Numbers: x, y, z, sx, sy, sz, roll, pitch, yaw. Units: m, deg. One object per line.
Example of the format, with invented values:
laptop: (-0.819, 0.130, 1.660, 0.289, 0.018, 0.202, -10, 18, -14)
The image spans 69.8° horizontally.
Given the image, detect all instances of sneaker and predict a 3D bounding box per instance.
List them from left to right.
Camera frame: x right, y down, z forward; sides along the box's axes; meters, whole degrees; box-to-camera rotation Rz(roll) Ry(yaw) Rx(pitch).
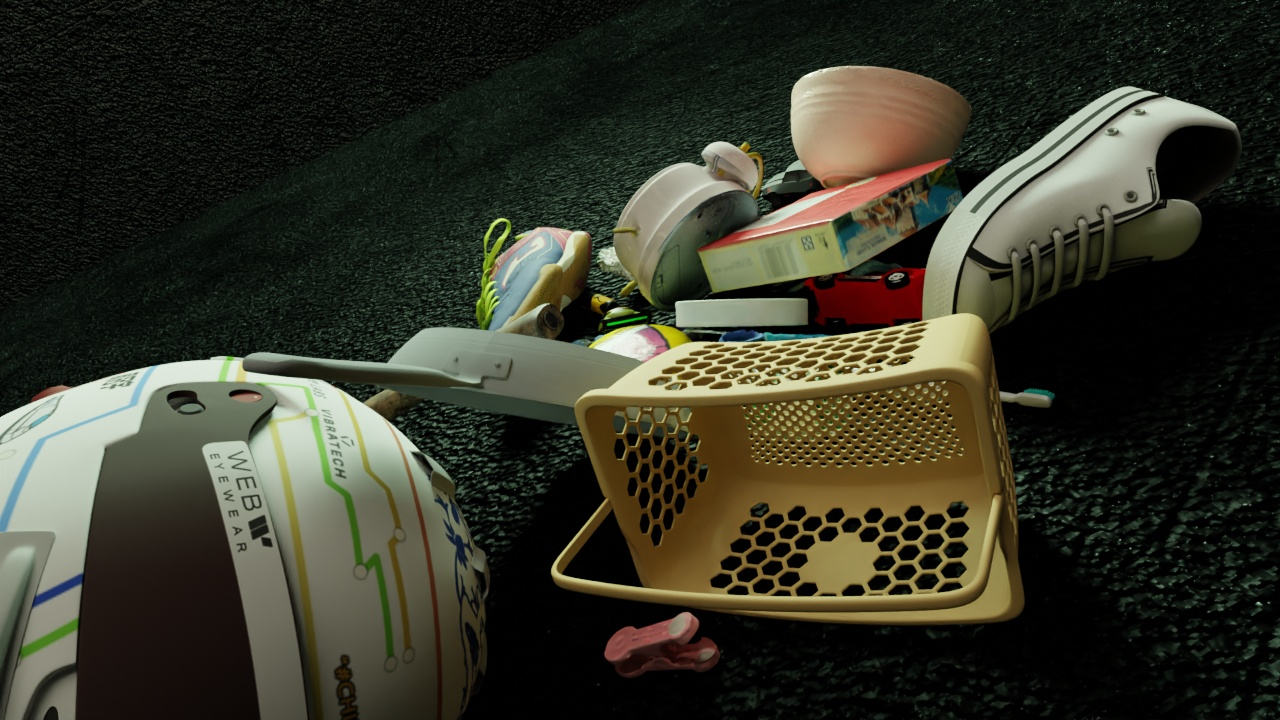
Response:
sneaker: (-0.113, -0.049, 0.818, 0.091, 0.116, 0.241, 11, 30, 6)
sneaker: (0.278, -0.080, 0.559, 0.245, 0.091, 0.097, -34, 42, -20)

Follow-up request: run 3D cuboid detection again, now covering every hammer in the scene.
hammer: (-0.185, 0.025, 0.726, 0.331, 0.033, 0.119, -24, 23, 32)

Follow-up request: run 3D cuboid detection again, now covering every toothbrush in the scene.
toothbrush: (0.155, 0.013, 0.554, 0.188, 0.018, 0.019, 8, 43, 48)

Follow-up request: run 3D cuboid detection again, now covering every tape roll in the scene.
tape roll: (0.072, -0.034, 0.656, 0.094, 0.019, 0.094, -1, 3, 0)

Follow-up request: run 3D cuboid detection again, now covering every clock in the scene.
clock: (0.048, -0.113, 0.749, 0.157, 0.117, 0.059, -38, 63, -17)

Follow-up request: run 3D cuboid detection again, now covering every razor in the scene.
razor: (-0.031, -0.045, 0.797, 0.044, 0.021, 0.144, -12, 13, -15)
razor: (-0.013, -0.016, 0.748, 0.141, 0.018, 0.043, -10, 29, 27)

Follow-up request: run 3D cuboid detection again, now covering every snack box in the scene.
snack box: (0.142, -0.101, 0.693, 0.144, 0.040, 0.143, -29, 14, -33)

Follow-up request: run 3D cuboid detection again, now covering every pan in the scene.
pan: (-0.082, 0.009, 0.486, 0.201, 0.050, 0.356, 7, -8, 17)

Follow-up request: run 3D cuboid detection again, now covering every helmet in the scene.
helmet: (-0.187, 0.120, 0.412, 0.235, 0.231, 0.314, -2, 17, -21)

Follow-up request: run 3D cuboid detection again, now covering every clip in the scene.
clip: (0.013, 0.141, 0.445, 0.060, 0.045, 0.023, -47, 7, 37)

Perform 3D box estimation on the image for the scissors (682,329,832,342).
scissors: (0.073, -0.017, 0.635, 0.129, 0.014, 0.118, 10, 9, 41)

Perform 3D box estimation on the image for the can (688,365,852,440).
can: (0.076, 0.021, 0.567, 0.101, 0.053, 0.053, 1, 37, 42)

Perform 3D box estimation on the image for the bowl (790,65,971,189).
bowl: (0.193, -0.180, 0.771, 0.153, 0.152, 0.076, 8, 83, 47)

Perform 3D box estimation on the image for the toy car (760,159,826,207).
toy car: (0.154, -0.172, 0.872, 0.092, 0.036, 0.042, 6, 40, 46)

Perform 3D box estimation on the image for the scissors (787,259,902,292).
scissors: (0.171, -0.079, 0.719, 0.125, 0.014, 0.130, -28, 22, -5)

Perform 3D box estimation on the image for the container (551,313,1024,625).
container: (0.069, 0.061, 0.413, 0.184, 0.129, 0.166, -6, 23, 30)

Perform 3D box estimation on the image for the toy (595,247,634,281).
toy: (0.023, -0.096, 0.842, 0.109, 0.041, 0.095, 15, 44, 33)

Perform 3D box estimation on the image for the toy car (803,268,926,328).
toy car: (0.158, -0.043, 0.632, 0.090, 0.038, 0.025, 4, 36, 44)

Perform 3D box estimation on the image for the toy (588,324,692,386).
toy: (-0.004, 0.004, 0.680, 0.095, 0.041, 0.094, -35, 32, -33)
